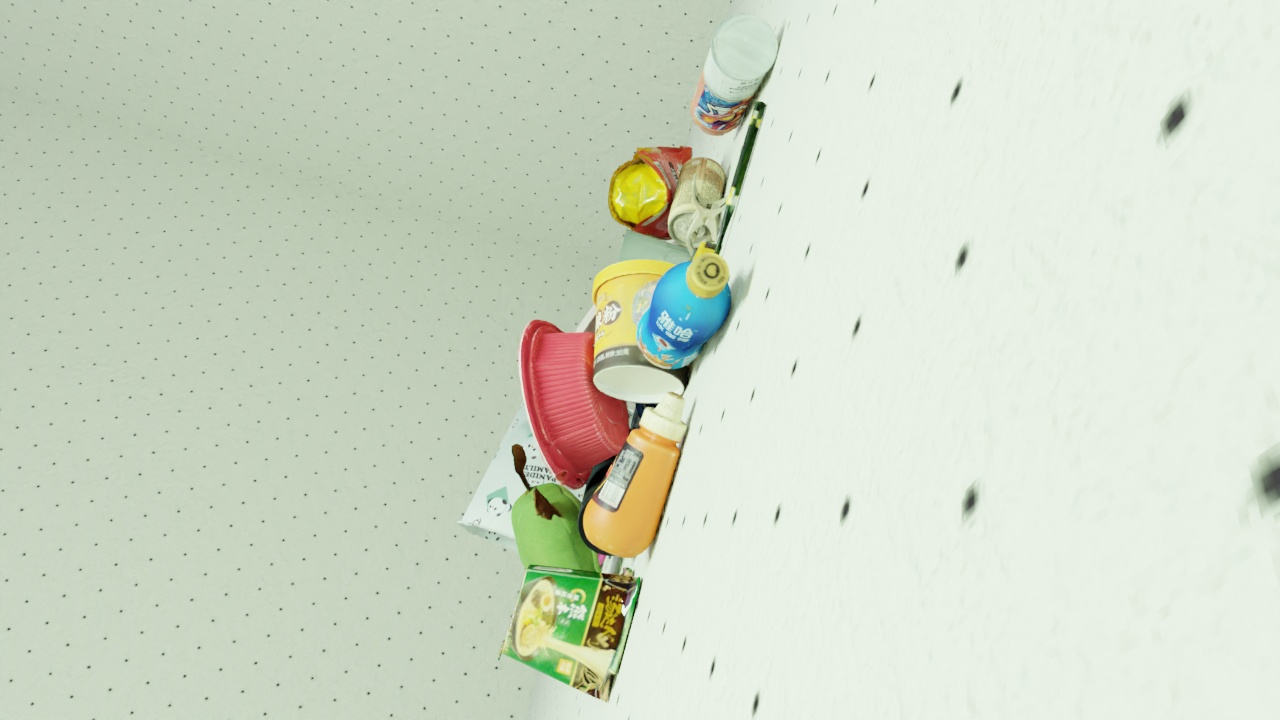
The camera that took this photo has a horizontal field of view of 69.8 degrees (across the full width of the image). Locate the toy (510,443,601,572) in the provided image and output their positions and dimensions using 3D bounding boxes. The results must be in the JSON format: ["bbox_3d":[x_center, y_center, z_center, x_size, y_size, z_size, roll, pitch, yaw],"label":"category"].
[{"bbox_3d":[-0.096,0.219,1.073,0.227,0.089,0.247,39,147,55],"label":"toy"}]

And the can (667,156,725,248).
[{"bbox_3d":[0.069,-0.193,1.116,0.059,0.058,0.116,109,176,-46],"label":"can"}]

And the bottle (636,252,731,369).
[{"bbox_3d":[0.038,-0.043,0.778,0.219,0.065,0.065,115,170,-77],"label":"bottle"}]

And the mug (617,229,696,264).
[{"bbox_3d":[0.019,-0.091,1.066,0.123,0.103,0.084,-81,8,-62],"label":"mug"}]

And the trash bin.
[{"bbox_3d":[-0.130,0.178,1.425,0.230,0.229,0.251,114,176,-73],"label":"trash bin"}]

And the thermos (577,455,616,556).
[{"bbox_3d":[-0.027,0.167,1.043,0.242,0.068,0.090,-91,-15,-87],"label":"thermos"}]

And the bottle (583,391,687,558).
[{"bbox_3d":[0.002,0.097,0.810,0.066,0.067,0.149,-97,30,-83],"label":"bottle"}]

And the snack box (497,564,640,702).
[{"bbox_3d":[-0.068,0.240,0.856,0.118,0.105,0.117,123,164,-78],"label":"snack box"}]

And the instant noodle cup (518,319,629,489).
[{"bbox_3d":[-0.064,0.040,0.996,0.193,0.066,0.194,-15,-90,-76],"label":"instant noodle cup"}]

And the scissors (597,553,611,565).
[{"bbox_3d":[-0.037,0.233,1.260,0.134,0.017,0.133,115,173,-47],"label":"scissors"}]

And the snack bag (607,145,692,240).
[{"bbox_3d":[0.028,-0.216,1.187,0.207,0.073,0.129,-28,-60,-68],"label":"snack bag"}]

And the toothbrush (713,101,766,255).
[{"bbox_3d":[0.097,-0.172,0.935,0.017,0.012,0.186,-5,-68,-81],"label":"toothbrush"}]

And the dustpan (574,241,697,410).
[{"bbox_3d":[-0.018,-0.053,1.238,0.272,0.139,0.223,-78,4,-52],"label":"dustpan"}]

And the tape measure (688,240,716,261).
[{"bbox_3d":[0.062,-0.093,0.989,0.060,0.029,0.057,112,173,-69],"label":"tape measure"}]

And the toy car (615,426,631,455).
[{"bbox_3d":[-0.036,0.096,1.140,0.120,0.053,0.045,11,-98,-80],"label":"toy car"}]

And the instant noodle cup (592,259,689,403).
[{"bbox_3d":[0.004,-0.025,0.942,0.119,0.118,0.114,112,166,-65],"label":"instant noodle cup"}]

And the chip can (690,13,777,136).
[{"bbox_3d":[0.103,-0.325,1.068,0.215,0.071,0.071,149,137,-86],"label":"chip can"}]

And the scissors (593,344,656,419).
[{"bbox_3d":[-0.004,0.004,1.040,0.175,0.012,0.162,-7,-96,-63],"label":"scissors"}]

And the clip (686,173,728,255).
[{"bbox_3d":[0.075,-0.162,1.027,0.100,0.070,0.034,99,-175,-47],"label":"clip"}]

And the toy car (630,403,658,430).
[{"bbox_3d":[0.005,0.078,1.110,0.042,0.034,0.091,-85,9,-63],"label":"toy car"}]
